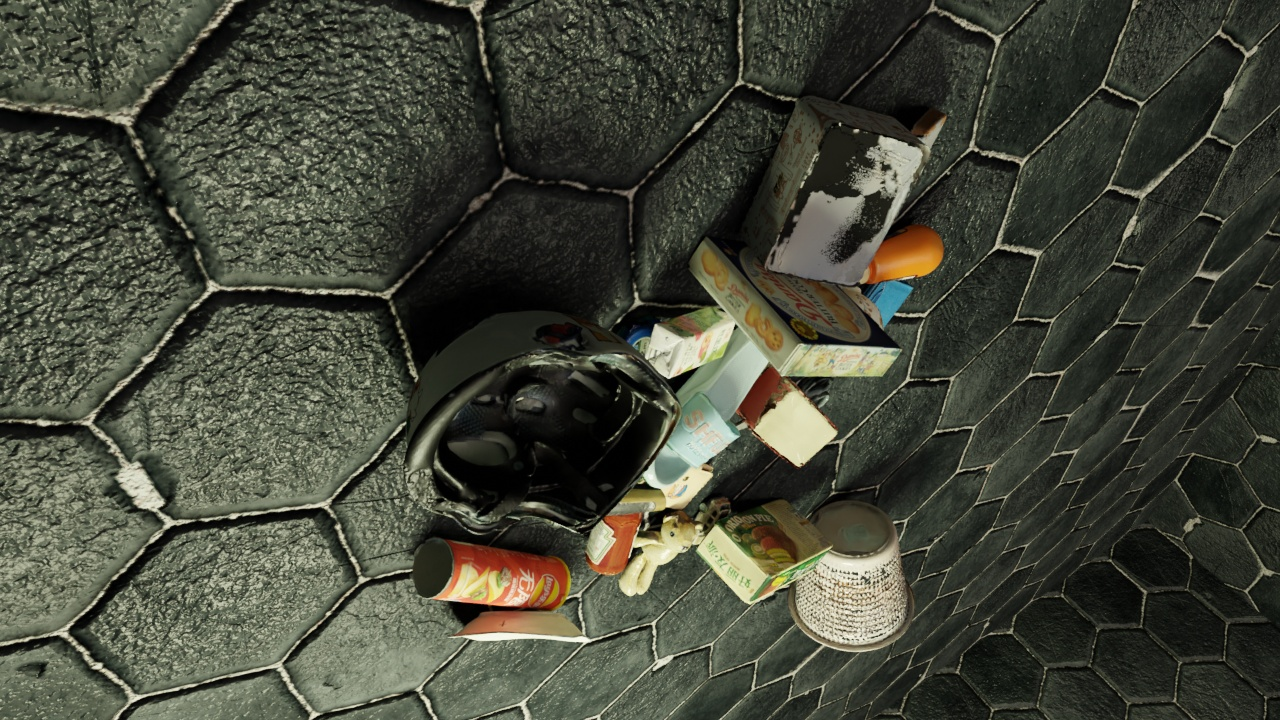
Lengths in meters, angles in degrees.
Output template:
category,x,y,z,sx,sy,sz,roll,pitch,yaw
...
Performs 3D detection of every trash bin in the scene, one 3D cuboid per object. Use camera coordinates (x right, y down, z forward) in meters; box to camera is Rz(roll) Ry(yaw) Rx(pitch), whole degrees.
category,x,y,z,sx,sy,sz,roll,pitch,yaw
trash bin,0.373,0.364,1.623,0.227,0.227,0.192,-25,129,-21

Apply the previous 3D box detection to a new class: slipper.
category,x,y,z,sx,sy,sz,roll,pitch,yaw
slipper,0.094,0.062,1.125,0.245,0.074,0.104,-51,145,-7

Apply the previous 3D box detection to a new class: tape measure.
category,x,y,z,sx,sy,sz,roll,pitch,yaw
tape measure,-0.005,-0.020,1.015,0.054,0.025,0.058,-13,126,-32

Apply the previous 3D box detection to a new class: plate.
category,x,y,z,sx,sy,sz,roll,pitch,yaw
plate,-0.153,0.346,1.190,0.164,0.034,0.164,-2,161,9

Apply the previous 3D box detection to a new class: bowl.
category,x,y,z,sx,sy,sz,roll,pitch,yaw
bowl,0.248,-0.061,1.155,0.113,0.114,0.062,14,76,-49

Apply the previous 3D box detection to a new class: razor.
category,x,y,z,sx,sy,sz,roll,pitch,yaw
razor,-0.050,0.171,1.110,0.167,0.067,0.062,2,133,-19

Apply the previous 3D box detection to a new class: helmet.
category,x,y,z,sx,sy,sz,roll,pitch,yaw
helmet,-0.105,0.041,0.877,0.273,0.156,0.231,10,123,-35

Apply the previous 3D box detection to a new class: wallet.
category,x,y,z,sx,sy,sz,roll,pitch,yaw
wallet,0.049,0.166,1.260,0.087,0.024,0.115,-51,142,11
wallet,0.309,-0.059,1.252,0.106,0.040,0.133,8,122,-51

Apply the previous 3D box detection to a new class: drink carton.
category,x,y,z,sx,sy,sz,roll,pitch,yaw
drink carton,0.055,-0.023,1.025,0.122,0.045,0.054,-22,136,-55

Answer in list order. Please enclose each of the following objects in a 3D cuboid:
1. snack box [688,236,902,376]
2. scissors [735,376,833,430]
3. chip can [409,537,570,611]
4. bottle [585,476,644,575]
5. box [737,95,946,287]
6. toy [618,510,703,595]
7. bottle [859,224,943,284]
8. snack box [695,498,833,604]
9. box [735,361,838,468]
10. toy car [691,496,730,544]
category,x,y,z,sx,sy,sz,roll,pitch,yaw
snack box,0.169,-0.057,1.003,0.182,0.178,0.046,1,131,-43
scissors,0.203,0.075,1.314,0.175,0.014,0.135,-43,143,3
chip can,-0.176,0.261,1.112,0.073,0.073,0.216,-49,143,10
bottle,-0.023,0.186,1.187,0.059,0.060,0.206,-8,126,-38
box,0.244,-0.184,1.005,0.272,0.126,0.179,-11,134,-42
toy,0.025,0.279,1.319,0.105,0.066,0.158,19,120,-32
bottle,0.309,-0.127,1.164,0.149,0.066,0.067,-17,138,-18
snack box,0.194,0.285,1.401,0.239,0.114,0.063,-3,132,-57
box,0.202,0.081,1.249,0.091,0.079,0.168,-44,139,7
toy car,0.101,0.243,1.378,0.042,0.035,0.091,2,129,-42
